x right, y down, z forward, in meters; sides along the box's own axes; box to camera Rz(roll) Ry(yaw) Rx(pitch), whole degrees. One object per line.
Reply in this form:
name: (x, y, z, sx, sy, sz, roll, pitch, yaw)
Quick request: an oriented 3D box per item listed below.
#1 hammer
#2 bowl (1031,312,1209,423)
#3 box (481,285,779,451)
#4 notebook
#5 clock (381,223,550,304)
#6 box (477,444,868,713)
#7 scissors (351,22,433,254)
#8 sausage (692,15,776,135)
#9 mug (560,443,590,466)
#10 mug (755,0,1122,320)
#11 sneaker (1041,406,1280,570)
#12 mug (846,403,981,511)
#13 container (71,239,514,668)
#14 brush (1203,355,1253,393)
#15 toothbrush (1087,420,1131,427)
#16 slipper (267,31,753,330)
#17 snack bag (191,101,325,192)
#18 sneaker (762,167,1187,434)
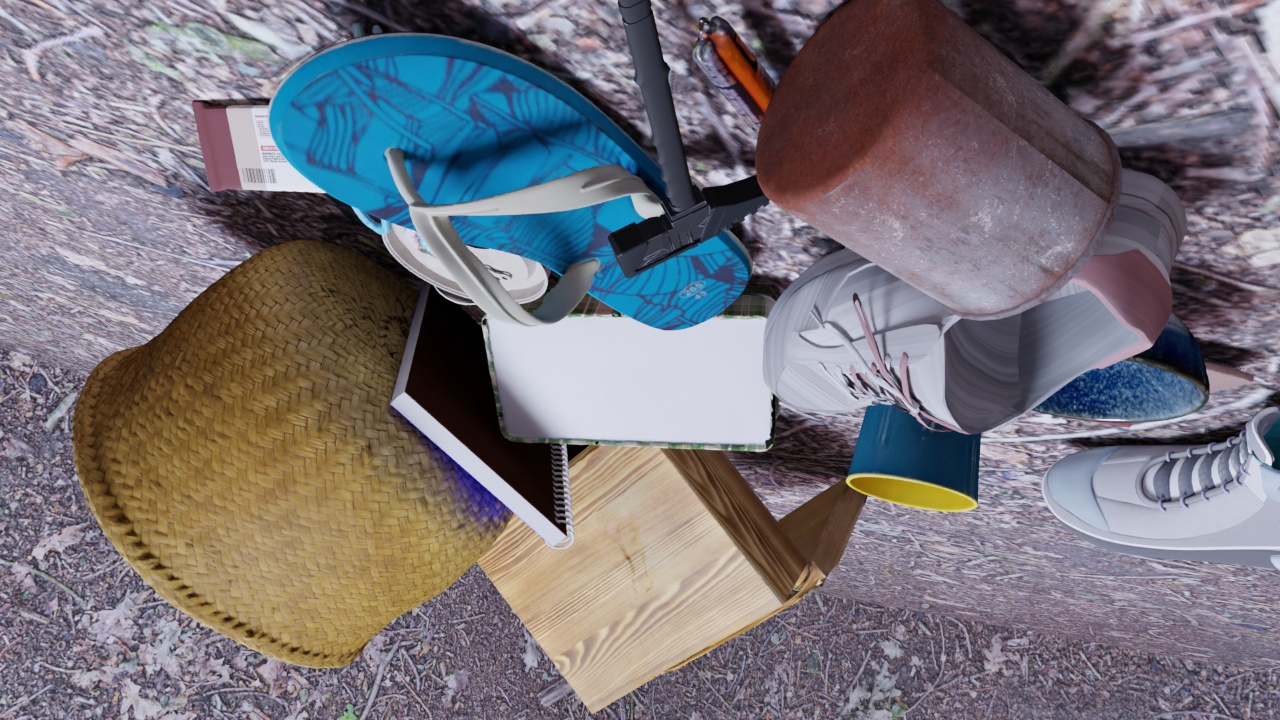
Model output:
hammer: (0.003, -0.135, 0.330, 0.095, 0.015, 0.325, -26, 153, -1)
bowl: (0.247, -0.011, 0.502, 0.114, 0.060, 0.114, 13, 166, 3)
box: (-0.004, 0.004, 0.651, 0.206, 0.050, 0.118, -1, 121, 9)
notebook: (-0.118, 0.036, 0.729, 0.171, 0.022, 0.209, 47, -168, -24)
clock: (-0.106, -0.078, 0.588, 0.103, 0.061, 0.157, 19, 156, -9)
box: (0.057, 0.194, 1.041, 0.280, 0.286, 0.335, -39, 174, 28)
scissors: (-0.139, -0.117, 0.485, 0.076, 0.015, 0.142, 14, 132, 22)
sausage: (0.059, -0.103, 0.396, 0.020, 0.020, 0.155, 4, 169, 33)
mug: (-0.090, 0.083, 1.070, 0.078, 0.088, 0.114, 15, 164, -1)
mug: (0.105, -0.083, 0.361, 0.110, 0.096, 0.123, 30, -171, -29)
sneaker: (0.400, 0.079, 0.651, 0.257, 0.093, 0.160, 0, 151, 44)
mug: (0.179, 0.026, 0.575, 0.078, 0.121, 0.078, 14, 164, 4)
container: (-0.242, 0.055, 0.725, 0.197, 0.306, 0.307, -37, 145, 12)
brush: (0.334, 0.013, 0.597, 0.050, 0.015, 0.136, 15, 170, 4)
toothbrush: (0.267, 0.026, 0.692, 0.190, 0.016, 0.016, 11, 168, 13)
slipper: (-0.041, -0.071, 0.477, 0.294, 0.060, 0.118, 24, 125, -41)
snack bag: (-0.204, -0.126, 0.542, 0.158, 0.057, 0.013, 6, -156, 26)
sneaker: (0.139, -0.005, 0.448, 0.099, 0.089, 0.237, 39, 143, -18)
